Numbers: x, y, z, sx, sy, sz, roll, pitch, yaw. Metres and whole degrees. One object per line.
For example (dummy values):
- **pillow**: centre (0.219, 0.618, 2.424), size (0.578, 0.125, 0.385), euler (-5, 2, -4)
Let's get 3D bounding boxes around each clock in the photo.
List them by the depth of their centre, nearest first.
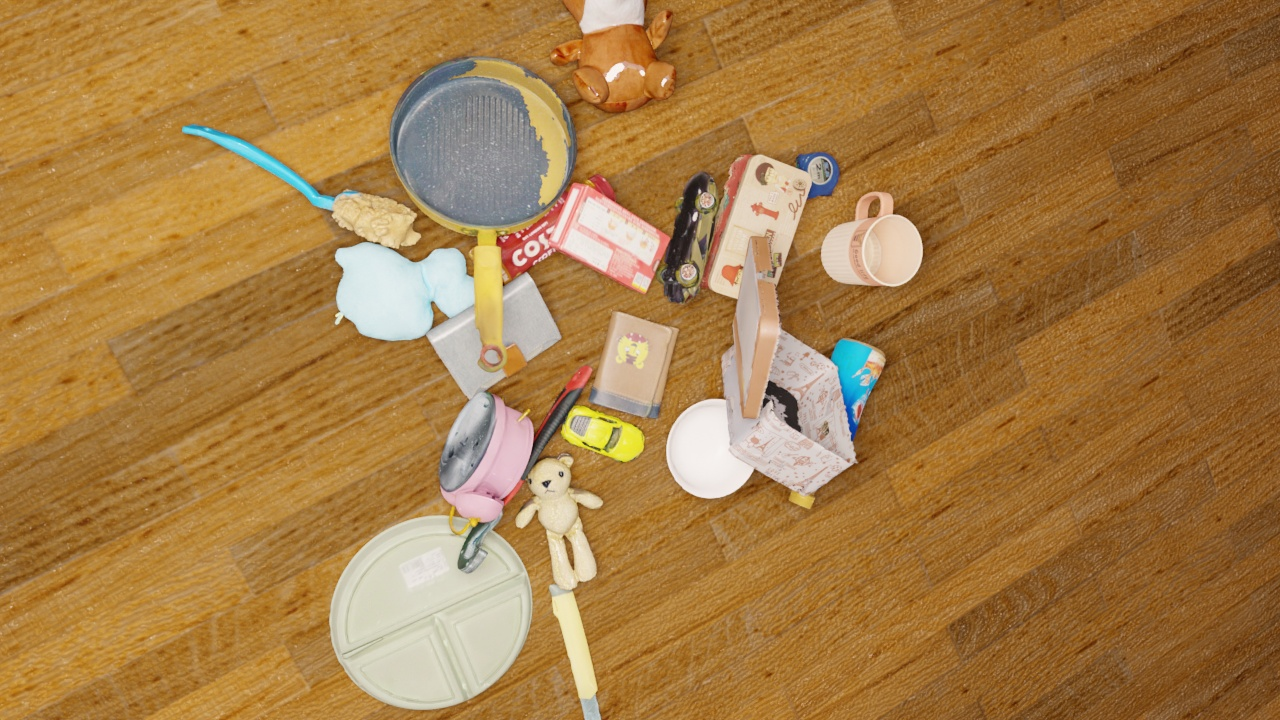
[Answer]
- **clock**: centre (-0.176, 0.116, 1.010), size (0.059, 0.117, 0.158), euler (27, 85, -29)

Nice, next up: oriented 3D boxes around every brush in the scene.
- **brush**: centre (-0.348, -0.185, 0.955), size (0.254, 0.083, 0.046), euler (27, 109, -10)

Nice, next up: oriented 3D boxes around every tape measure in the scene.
- **tape measure**: centre (0.220, -0.232, 1.148), size (0.054, 0.025, 0.058), euler (-14, 103, -18)

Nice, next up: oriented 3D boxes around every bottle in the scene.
- **bottle**: centre (-0.107, -0.148, 1.035), size (0.174, 0.057, 0.057), euler (-36, 104, -11)
- **bottle**: centre (0.241, 0.081, 1.162), size (0.065, 0.065, 0.218), euler (24, 88, -18)

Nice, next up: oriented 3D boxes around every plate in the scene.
- **plate**: centre (-0.235, 0.293, 1.051), size (0.230, 0.027, 0.230), euler (-1, 95, -18)

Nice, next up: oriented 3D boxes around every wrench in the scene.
- **wrench**: centre (-0.129, 0.117, 1.039), size (0.016, 0.056, 0.272), euler (39, 68, -23)

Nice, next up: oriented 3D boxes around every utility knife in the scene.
- **utility knife**: centre (-0.074, 0.365, 1.111), size (0.031, 0.021, 0.205), euler (-15, 92, -13)

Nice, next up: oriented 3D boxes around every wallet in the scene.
- **wallet**: centre (-0.159, -0.023, 1.024), size (0.129, 0.037, 0.107), euler (-33, 132, -10)
- **wallet**: centre (-0.007, 0.006, 1.096), size (0.090, 0.033, 0.115), euler (16, 86, -17)

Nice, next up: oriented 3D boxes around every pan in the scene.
- **pan**: centre (-0.160, -0.156, 0.956), size (0.197, 0.078, 0.357), euler (-1, 78, -11)

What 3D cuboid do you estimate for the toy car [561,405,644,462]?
- **toy car**: centre (-0.042, 0.089, 1.091), size (0.105, 0.032, 0.048), euler (22, 87, -20)

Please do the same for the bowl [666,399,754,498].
- **bowl**: centre (0.078, 0.102, 1.112), size (0.118, 0.065, 0.118), euler (-2, 96, -17)

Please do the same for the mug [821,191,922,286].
- **mug**: centre (0.283, -0.149, 1.132), size (0.081, 0.106, 0.114), euler (0, 94, -18)

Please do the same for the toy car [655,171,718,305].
- **toy car**: centre (0.060, -0.144, 1.082), size (0.042, 0.070, 0.158), euler (12, 92, -23)

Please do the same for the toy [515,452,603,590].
- **toy**: centre (-0.093, 0.187, 1.065), size (0.105, 0.066, 0.157), euler (-15, 92, 2)

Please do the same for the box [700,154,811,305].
- **box**: centre (0.130, -0.159, 1.108), size (0.091, 0.076, 0.168), euler (16, 96, -19)

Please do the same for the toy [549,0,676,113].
- **toy**: centre (-0.035, -0.378, 1.012), size (0.140, 0.130, 0.199), euler (-8, 88, -11)

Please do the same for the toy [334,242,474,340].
- **toy**: centre (-0.255, -0.072, 1.001), size (0.156, 0.050, 0.161), euler (-41, 109, -20)

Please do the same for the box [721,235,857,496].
- **box**: centre (0.147, 0.011, 1.037), size (0.134, 0.179, 0.271), euler (-17, 129, 16)

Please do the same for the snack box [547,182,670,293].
- **snack box**: centre (-0.033, -0.135, 1.038), size (0.152, 0.025, 0.075), euler (24, 89, -48)
